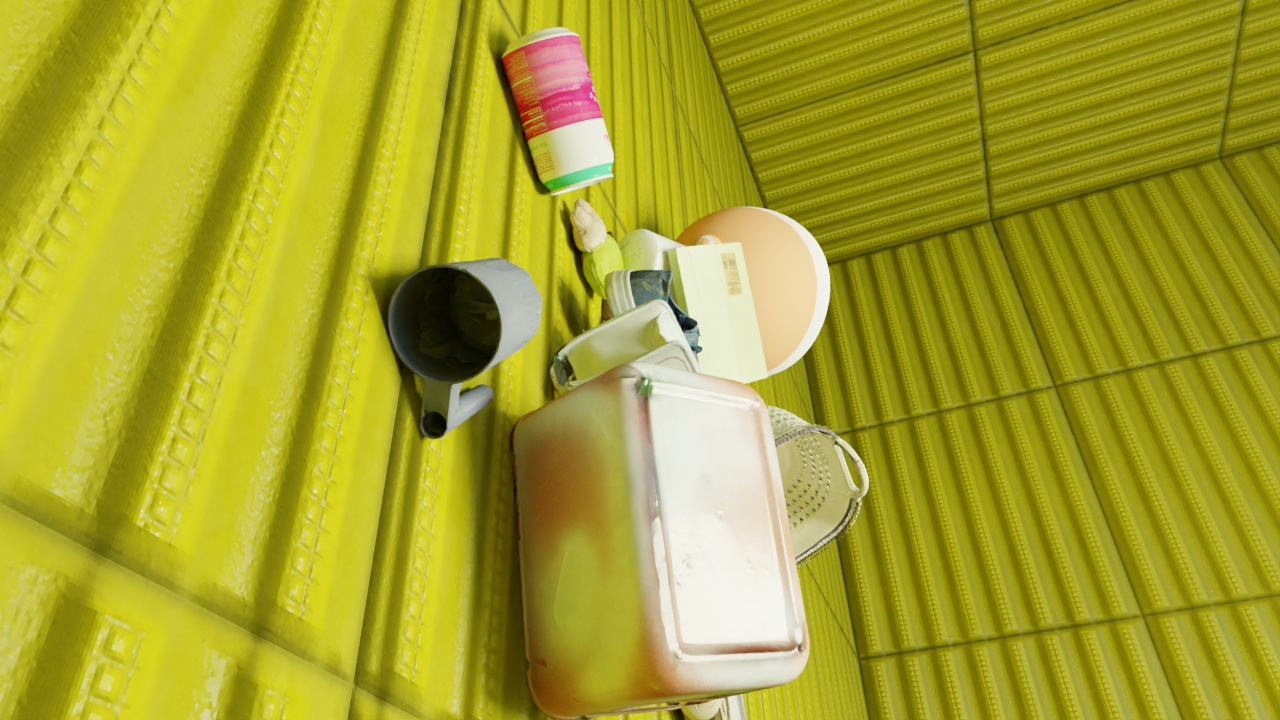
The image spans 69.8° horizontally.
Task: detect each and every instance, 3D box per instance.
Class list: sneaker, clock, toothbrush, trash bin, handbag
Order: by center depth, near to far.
[{"bbox_3d":[0.015,0.142,0.745,0.181,0.158,0.259,12,60,-37],"label":"trash bin"},{"bbox_3d":[0.006,0.051,0.955,0.198,0.142,0.096,59,6,-43],"label":"handbag"},{"bbox_3d":[0.037,-0.011,1.038,0.087,0.079,0.236,-83,154,-52],"label":"sneaker"},{"bbox_3d":[0.067,0.380,1.038,0.141,0.054,0.093,52,26,-72],"label":"clock"},{"bbox_3d":[-0.039,-0.108,1.180,0.016,0.016,0.166,60,21,-43],"label":"toothbrush"}]

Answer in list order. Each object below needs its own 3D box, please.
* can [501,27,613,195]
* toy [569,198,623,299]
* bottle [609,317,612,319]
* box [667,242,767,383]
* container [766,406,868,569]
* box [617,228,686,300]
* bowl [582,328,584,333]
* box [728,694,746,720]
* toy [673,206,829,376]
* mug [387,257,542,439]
[{"bbox_3d":[-0.089,-0.273,1.012,0.088,0.088,0.166,-46,120,-72],"label":"can"},{"bbox_3d":[-0.054,-0.136,1.100,0.092,0.043,0.118,-75,145,-56],"label":"toy"},{"bbox_3d":[-0.007,0.006,1.135,0.044,0.044,0.136,-75,148,-61],"label":"bottle"},{"bbox_3d":[0.104,-0.057,1.169,0.138,0.030,0.187,-10,90,-42],"label":"box"},{"bbox_3d":[0.132,0.167,1.117,0.185,0.251,0.143,65,-10,-30],"label":"container"},{"bbox_3d":[0.042,-0.109,1.198,0.165,0.084,0.094,11,46,-47],"label":"box"},{"bbox_3d":[-0.024,0.020,1.049,0.114,0.051,0.114,-14,90,-75],"label":"bowl"},{"bbox_3d":[0.113,0.477,1.142,0.128,0.045,0.209,40,38,-66],"label":"box"},{"bbox_3d":[0.143,-0.105,1.397,0.280,0.266,0.263,-3,111,-57],"label":"toy"},{"bbox_3d":[-0.127,-0.014,0.680,0.103,0.084,0.124,-45,143,-75],"label":"mug"}]
